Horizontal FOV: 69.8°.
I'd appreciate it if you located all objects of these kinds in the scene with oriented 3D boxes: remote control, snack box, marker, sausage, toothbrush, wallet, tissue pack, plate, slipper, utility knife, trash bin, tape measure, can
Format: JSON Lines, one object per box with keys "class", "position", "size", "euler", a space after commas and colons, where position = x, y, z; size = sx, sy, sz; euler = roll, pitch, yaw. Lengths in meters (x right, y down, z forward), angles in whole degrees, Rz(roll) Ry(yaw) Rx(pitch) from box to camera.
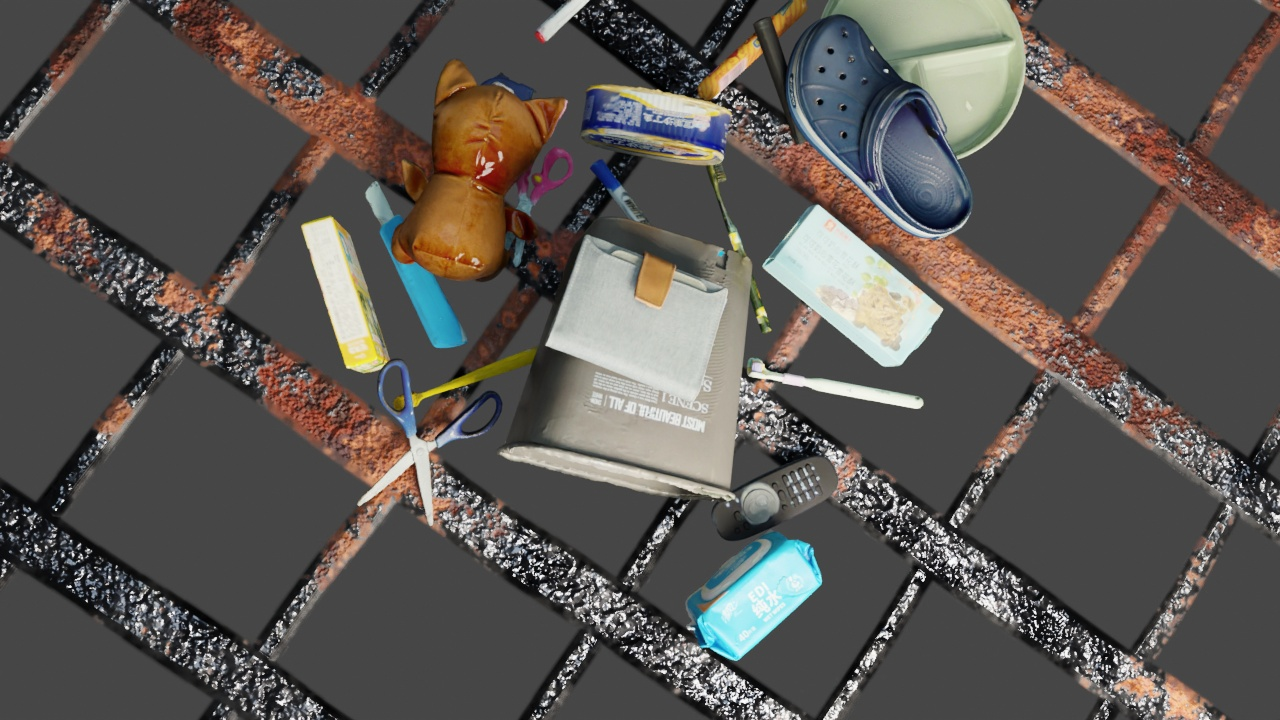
{"class": "remote control", "position": [0.136, 0.139, 0.933], "size": [0.136, 0.024, 0.053], "euler": [-24, 91, -6]}
{"class": "snack box", "position": [-0.277, -0.059, 0.870], "size": [0.033, 0.087, 0.140], "euler": [-20, 89, -8]}
{"class": "marker", "position": [-0.002, -0.144, 0.938], "size": [0.017, 0.017, 0.146], "euler": [-37, 91, -7]}
{"class": "sausage", "position": [0.118, -0.327, 0.959], "size": [0.165, 0.021, 0.021], "euler": [-44, 92, -7]}
{"class": "toothbrush", "position": [-0.155, 0.012, 0.913], "size": [0.190, 0.016, 0.015], "euler": [-20, 90, -7]}
{"class": "wallet", "position": [0.001, -0.038, 0.742], "size": [0.129, 0.037, 0.106], "euler": [21, 72, -10]}
{"class": "tissue pack", "position": [0.106, 0.225, 0.891], "size": [0.140, 0.090, 0.063], "euler": [-39, 91, -7]}
{"class": "plate", "position": [0.295, -0.319, 0.974], "size": [0.230, 0.027, 0.230], "euler": [0, 87, -7]}
{"class": "slipper", "position": [0.239, -0.227, 0.906], "size": [0.105, 0.095, 0.253], "euler": [-38, 95, -8]}
{"class": "snack box", "position": [0.216, -0.075, 0.939], "size": [0.175, 0.051, 0.074], "euler": [39, 84, -3]}
{"class": "utility knife", "position": [-0.227, -0.095, 0.912], "size": [0.034, 0.018, 0.185], "euler": [-26, 88, -22]}
{"class": "trash bin", "position": [-0.005, 0.005, 0.843], "size": [0.199, 0.199, 0.219], "euler": [16, 79, -14]}
{"class": "marker", "position": [-0.054, -0.381, 0.947], "size": [0.017, 0.017, 0.145], "euler": [45, 83, -2]}
{"class": "tape measure", "position": [-0.141, -0.258, 0.927], "size": [0.054, 0.025, 0.058], "euler": [24, 81, -2]}
{"class": "can", "position": [0.015, -0.234, 0.917], "size": [0.148, 0.074, 0.049], "euler": [9, 88, -5]}
{"class": "marker", "position": [0.146, -0.288, 0.947], "size": [0.020, 0.022, 0.132], "euler": [-17, 102, 23]}
{"class": "toothbrush", "position": [0.104, -0.118, 0.951], "size": [0.017, 0.012, 0.186], "euler": [-18, 89, -18]}
{"class": "toothbrush", "position": [0.203, 0.026, 0.949], "size": [0.189, 0.029, 0.020], "euler": [12, 127, -6]}

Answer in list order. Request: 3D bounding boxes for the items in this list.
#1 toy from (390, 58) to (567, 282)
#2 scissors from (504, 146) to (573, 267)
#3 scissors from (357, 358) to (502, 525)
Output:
{"class": "toy", "position": [-0.157, -0.174, 0.875], "size": [0.140, 0.130, 0.200], "euler": [14, 101, -16]}
{"class": "scissors", "position": [-0.126, -0.162, 0.929], "size": [0.077, 0.017, 0.137], "euler": [27, 88, -4]}
{"class": "scissors", "position": [-0.208, 0.075, 0.890], "size": [0.162, 0.012, 0.176], "euler": [-21, 107, -20]}
